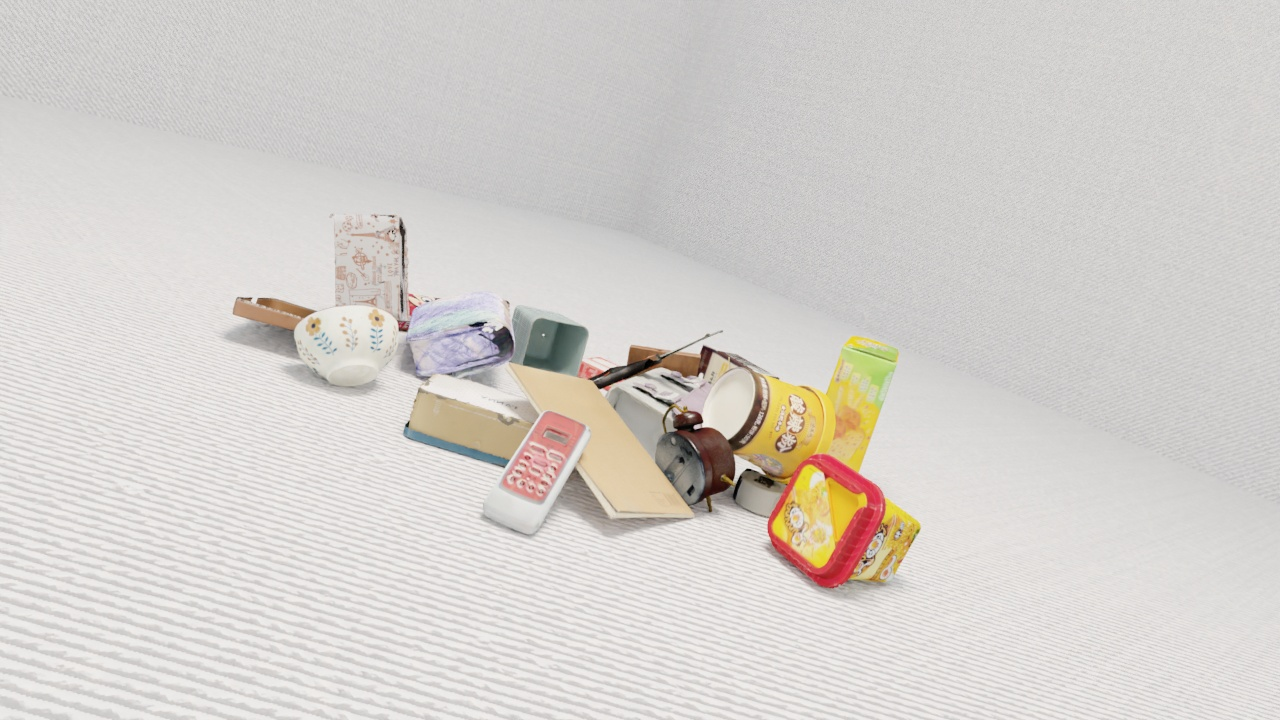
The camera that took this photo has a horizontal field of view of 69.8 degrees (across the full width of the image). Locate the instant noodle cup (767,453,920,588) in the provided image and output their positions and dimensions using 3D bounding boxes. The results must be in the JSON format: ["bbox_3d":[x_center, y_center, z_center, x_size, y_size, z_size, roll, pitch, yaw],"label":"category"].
[{"bbox_3d":[0.217,0.174,0.957,0.123,0.116,0.116,23,8,-39],"label":"instant noodle cup"}]

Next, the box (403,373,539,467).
[{"bbox_3d":[-0.166,0.067,0.985,0.184,0.060,0.089,16,12,-1],"label":"box"}]

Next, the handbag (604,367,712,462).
[{"bbox_3d":[0.042,0.076,1.161,0.145,0.098,0.196,27,15,13],"label":"handbag"}]

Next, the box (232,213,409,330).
[{"bbox_3d":[-0.392,-0.098,1.145,0.193,0.156,0.183,1,1,-11],"label":"box"}]

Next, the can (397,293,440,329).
[{"bbox_3d":[-0.330,-0.070,1.349,0.132,0.053,0.053,8,16,-38],"label":"can"}]

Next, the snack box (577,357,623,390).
[{"bbox_3d":[-0.021,0.034,1.394,0.153,0.025,0.075,24,13,23],"label":"snack box"}]

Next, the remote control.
[{"bbox_3d":[-0.095,0.102,0.861,0.056,0.020,0.135,23,46,8],"label":"remote control"}]

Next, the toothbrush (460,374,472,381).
[{"bbox_3d":[-0.237,0.003,1.254,0.016,0.016,0.180,9,15,-11],"label":"toothbrush"}]

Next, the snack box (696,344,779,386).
[{"bbox_3d":[0.127,0.052,1.320,0.053,0.113,0.126,10,15,-35],"label":"snack box"}]

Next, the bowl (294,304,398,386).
[{"bbox_3d":[-0.327,-0.009,1.030,0.113,0.114,0.062,7,60,-40],"label":"bowl"}]

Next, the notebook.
[{"bbox_3d":[-0.041,0.086,0.972,0.149,0.012,0.211,15,31,-55],"label":"notebook"}]

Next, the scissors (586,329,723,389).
[{"bbox_3d":[-0.004,0.006,1.196,0.221,0.021,0.211,-23,-1,-11],"label":"scissors"}]

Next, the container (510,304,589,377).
[{"bbox_3d":[-0.144,-0.028,1.353,0.089,0.090,0.111,11,11,-28],"label":"container"}]

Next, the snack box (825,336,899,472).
[{"bbox_3d":[0.262,0.080,1.166,0.070,0.210,0.157,20,12,14],"label":"snack box"}]

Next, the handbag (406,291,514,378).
[{"bbox_3d":[-0.237,-0.036,1.224,0.134,0.075,0.193,-13,19,-5],"label":"handbag"}]

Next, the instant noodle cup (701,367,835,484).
[{"bbox_3d":[0.143,0.069,1.058,0.114,0.118,0.118,24,9,-27],"label":"instant noodle cup"}]

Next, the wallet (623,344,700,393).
[{"bbox_3d":[0.027,0.027,1.287,0.101,0.115,0.020,9,43,-2],"label":"wallet"}]

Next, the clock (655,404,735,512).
[{"bbox_3d":[0.055,0.104,1.015,0.055,0.082,0.122,-11,58,-36],"label":"clock"}]

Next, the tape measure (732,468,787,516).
[{"bbox_3d":[0.144,0.157,1.080,0.066,0.033,0.066,20,12,15],"label":"tape measure"}]
